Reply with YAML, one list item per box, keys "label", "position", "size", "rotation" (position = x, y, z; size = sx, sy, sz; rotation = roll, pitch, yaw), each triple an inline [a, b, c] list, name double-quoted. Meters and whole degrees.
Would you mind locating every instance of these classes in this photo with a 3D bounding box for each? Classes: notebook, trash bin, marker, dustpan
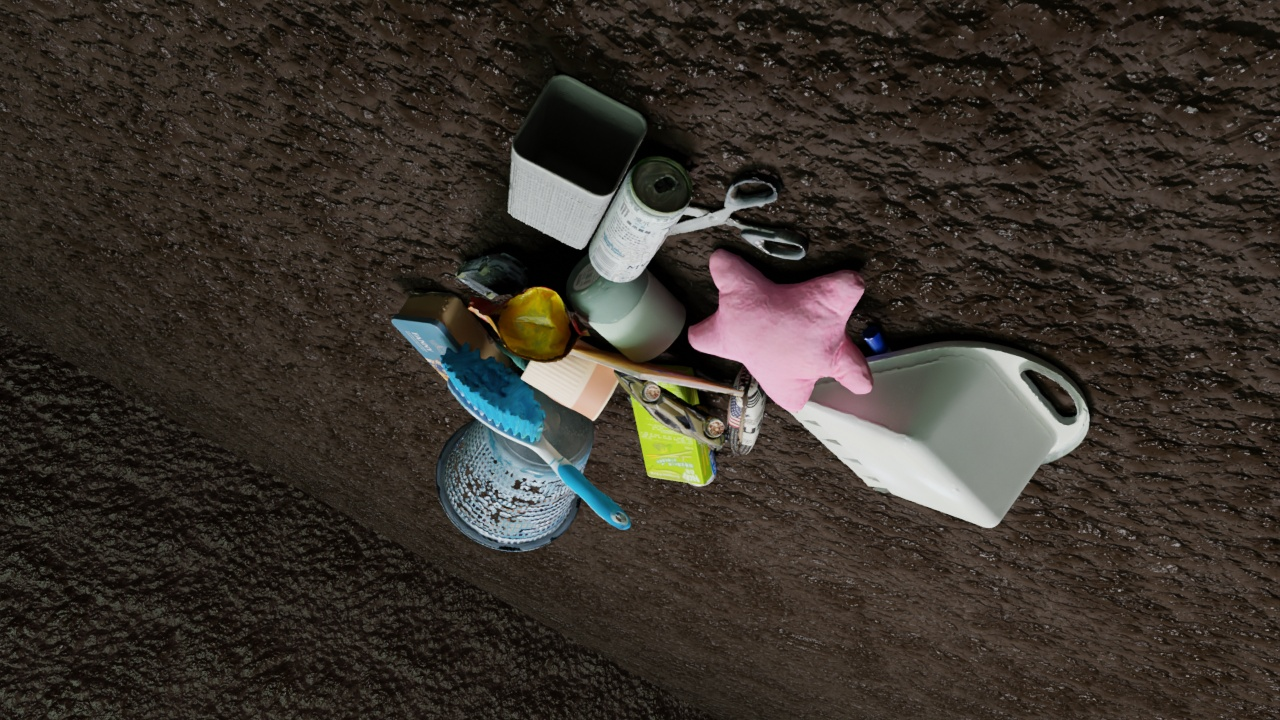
- label: "notebook"
  position: [-0.006, 0.006, 1.012]
  size: [0.145, 0.010, 0.206]
  rotation: [11, -177, -38]
- label: "trash bin"
  position: [-0.165, 0.133, 1.318]
  size: [0.226, 0.225, 0.196]
  rotation: [27, 141, -5]
- label: "marker"
  position: [0.258, 0.015, 0.917]
  size: [0.017, 0.016, 0.146]
  rotation: [0, 144, 42]
- label: "dustpan"
  position: [0.298, 0.056, 0.927]
  size: [0.222, 0.142, 0.258]
  rotation: [41, 172, -28]

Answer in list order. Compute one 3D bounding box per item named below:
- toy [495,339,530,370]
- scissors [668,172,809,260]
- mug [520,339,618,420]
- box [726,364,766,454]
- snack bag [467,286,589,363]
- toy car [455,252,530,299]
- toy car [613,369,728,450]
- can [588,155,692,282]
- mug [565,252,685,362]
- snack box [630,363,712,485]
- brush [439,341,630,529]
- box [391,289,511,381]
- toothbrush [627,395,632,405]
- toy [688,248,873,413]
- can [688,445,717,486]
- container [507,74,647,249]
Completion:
- label: "toy"
  position: [-0.148, -0.004, 1.223]
  size: [0.096, 0.030, 0.092]
  rotation: [34, 151, -5]
- label: "scissors"
  position: [0.071, -0.128, 0.820]
  size: [0.178, 0.014, 0.160]
  rotation: [26, 155, 0]
- label: "mug"
  position: [-0.089, 0.021, 1.154]
  size: [0.106, 0.081, 0.115]
  rotation: [30, 147, -6]
- label: "box"
  position: [0.127, 0.057, 1.058]
  size: [0.055, 0.070, 0.164]
  rotation: [-3, 154, 3]
- label: "snack bag"
  position: [-0.119, -0.045, 0.986]
  size: [0.128, 0.073, 0.208]
  rotation: [9, -176, -12]
- label: "toy car"
  position: [-0.170, -0.099, 1.059]
  size: [0.054, 0.036, 0.121]
  rotation: [34, 161, -27]
- label: "toy car"
  position: [0.034, 0.053, 1.050]
  size: [0.158, 0.042, 0.070]
  rotation: [32, -178, -15]
- label: "can"
  position: [-0.003, -0.123, 0.824]
  size: [0.058, 0.058, 0.147]
  rotation: [28, 156, -6]
- label: "mug"
  position: [-0.025, -0.063, 0.954]
  size: [0.106, 0.082, 0.112]
  rotation: [41, 168, -31]
- label: "snack box"
  position: [0.036, 0.079, 1.140]
  size: [0.086, 0.026, 0.156]
  rotation: [5, 119, 34]
- label: "brush"
  position: [-0.130, 0.100, 1.178]
  size: [0.314, 0.060, 0.110]
  rotation: [36, 147, 11]
- label: "box"
  position: [-0.255, -0.027, 1.239]
  size: [0.090, 0.060, 0.184]
  rotation: [6, 150, 33]
- label: "toothbrush"
  position: [0.037, 0.101, 1.274]
  size: [0.017, 0.014, 0.189]
  rotation: [7, 150, 47]
- label: "toy"
  position: [0.130, -0.020, 0.881]
  size: [0.195, 0.074, 0.179]
  rotation: [11, 128, 32]
- label: "can"
  position: [0.070, 0.119, 1.234]
  size: [0.053, 0.053, 0.135]
  rotation: [14, 152, 22]
- label: "container"
  position: [-0.059, -0.163, 0.785]
  size: [0.090, 0.090, 0.114]
  rotation: [27, 157, -3]
